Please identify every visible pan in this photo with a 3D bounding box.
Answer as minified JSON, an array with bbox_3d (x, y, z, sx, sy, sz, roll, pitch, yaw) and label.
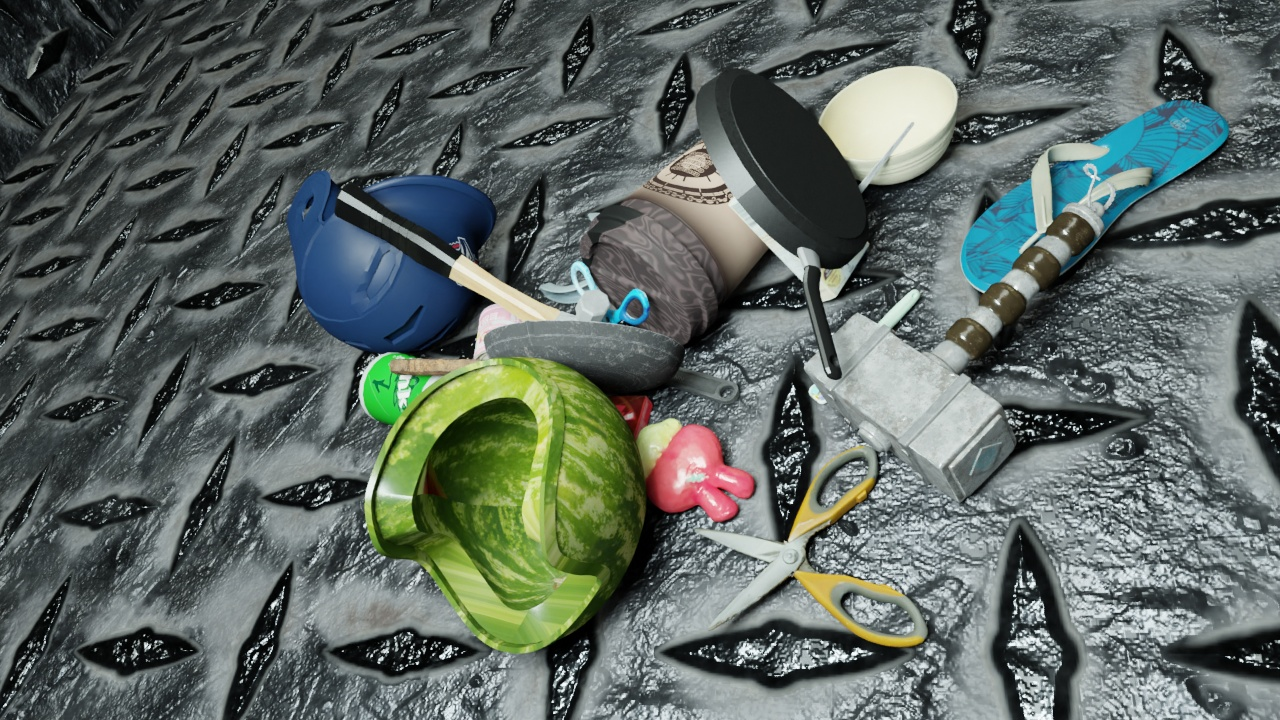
[{"bbox_3d":[0.152,-0.137,0.865,0.034,0.225,0.355,-36,47,36],"label":"pan"},{"bbox_3d":[-0.125,0.007,0.956,0.358,0.207,0.040,-5,74,27],"label":"pan"}]

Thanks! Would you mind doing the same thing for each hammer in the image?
[{"bbox_3d":[-0.192,-0.097,1.022,0.328,0.131,0.039,31,46,1],"label":"hammer"},{"bbox_3d":[0.317,-0.043,0.819,0.326,0.079,0.177,-46,46,-2],"label":"hammer"}]

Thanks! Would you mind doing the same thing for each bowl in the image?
[{"bbox_3d":[0.282,-0.251,1.031,0.151,0.075,0.150,-15,49,18],"label":"bowl"}]

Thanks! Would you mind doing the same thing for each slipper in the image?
[{"bbox_3d":[0.434,-0.174,0.896,0.295,0.060,0.118,-35,42,0],"label":"slipper"}]

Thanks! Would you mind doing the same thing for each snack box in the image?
[{"bbox_3d":[0.168,-0.142,0.962,0.081,0.150,0.026,-53,16,-24],"label":"snack box"},{"bbox_3d":[-0.059,0.080,0.995,0.133,0.021,0.089,-2,55,29],"label":"snack box"}]

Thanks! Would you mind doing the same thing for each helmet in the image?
[{"bbox_3d":[-0.300,-0.127,1.155,0.273,0.232,0.223,-38,64,17],"label":"helmet"},{"bbox_3d":[-0.103,0.122,0.831,0.213,0.247,0.242,-1,49,18],"label":"helmet"}]

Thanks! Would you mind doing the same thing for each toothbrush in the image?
[{"bbox_3d":[0.226,-0.016,0.916,0.022,0.015,0.154,44,81,9],"label":"toothbrush"},{"bbox_3d":[0.231,-0.182,0.983,0.182,0.010,0.010,-54,37,30],"label":"toothbrush"}]

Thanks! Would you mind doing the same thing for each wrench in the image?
[{"bbox_3d":[-0.006,0.006,1.030,0.274,0.018,0.073,17,65,36],"label":"wrench"}]

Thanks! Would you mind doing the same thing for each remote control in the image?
[{"bbox_3d":[-0.207,-0.016,1.165,0.030,0.009,0.139,16,64,37],"label":"remote control"}]

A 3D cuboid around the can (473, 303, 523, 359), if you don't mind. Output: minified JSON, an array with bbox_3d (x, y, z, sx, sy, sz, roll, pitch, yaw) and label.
[{"bbox_3d":[-0.164,-0.022,1.106,0.067,0.067,0.076,-15,49,19],"label":"can"}]

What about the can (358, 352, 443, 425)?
[{"bbox_3d":[-0.264,0.042,1.097,0.140,0.088,0.087,12,61,36],"label":"can"}]

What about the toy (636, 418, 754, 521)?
[{"bbox_3d":[0.046,0.107,0.895,0.135,0.045,0.091,23,78,26],"label":"toy"}]

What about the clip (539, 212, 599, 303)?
[{"bbox_3d":[-0.054,-0.132,1.162,0.165,0.032,0.165,-25,47,11],"label":"clip"}]

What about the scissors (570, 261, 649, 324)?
[{"bbox_3d":[-0.033,-0.054,1.007,0.011,0.134,0.140,-22,-1,-37],"label":"scissors"}]

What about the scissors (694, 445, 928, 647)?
[{"bbox_3d":[0.155,0.163,0.803,0.225,0.016,0.229,16,61,33],"label":"scissors"}]

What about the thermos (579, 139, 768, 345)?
[{"bbox_3d":[0.068,-0.151,1.016,0.173,0.173,0.225,28,65,41],"label":"thermos"}]
